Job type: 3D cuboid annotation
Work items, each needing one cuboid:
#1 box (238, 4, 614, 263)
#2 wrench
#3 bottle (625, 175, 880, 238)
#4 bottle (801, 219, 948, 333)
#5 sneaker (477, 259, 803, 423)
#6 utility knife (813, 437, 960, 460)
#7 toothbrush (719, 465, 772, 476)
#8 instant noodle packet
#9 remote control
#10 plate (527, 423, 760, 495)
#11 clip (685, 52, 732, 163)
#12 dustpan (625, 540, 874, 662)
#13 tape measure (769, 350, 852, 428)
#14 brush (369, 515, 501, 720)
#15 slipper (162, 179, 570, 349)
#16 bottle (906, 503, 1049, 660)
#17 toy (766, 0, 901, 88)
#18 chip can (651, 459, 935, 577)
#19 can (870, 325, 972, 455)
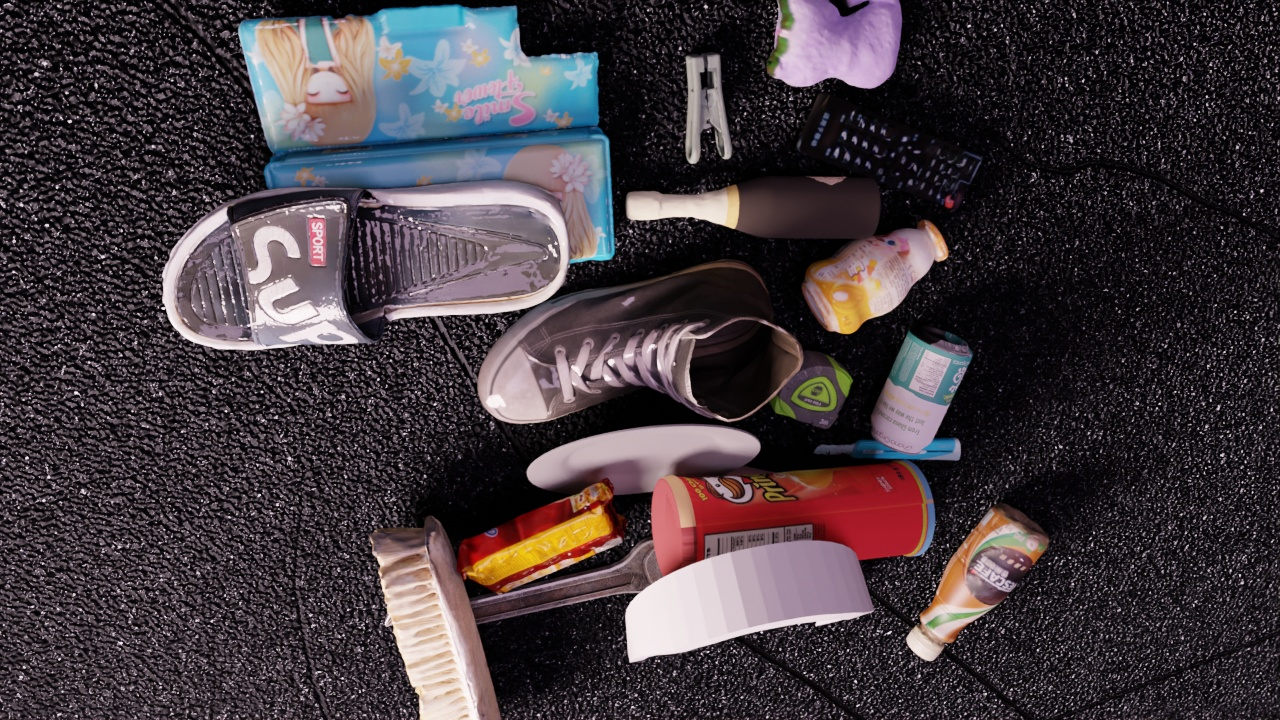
[{"bbox_3d":[-0.134,-0.144,0.617,0.226,0.039,0.182,-7,118,-9],"label":"box"},{"bbox_3d":[-0.083,0.205,0.804,0.273,0.010,0.070,-11,116,-8],"label":"wrench"},{"bbox_3d":[0.081,-0.113,0.677,0.184,0.045,0.045,0,114,-6],"label":"bottle"},{"bbox_3d":[0.182,-0.068,0.711,0.109,0.063,0.063,-30,118,3],"label":"bottle"},{"bbox_3d":[-0.004,0.004,0.669,0.234,0.119,0.095,-14,117,-4],"label":"sneaker"},{"bbox_3d":[0.220,0.080,0.818,0.141,0.015,0.022,-1,115,-11],"label":"utility knife"},{"bbox_3d":[0.162,0.122,0.816,0.222,0.026,0.027,14,145,-20],"label":"toothbrush"},{"bbox_3d":[-0.076,0.145,0.741,0.135,0.039,0.099,-24,158,-2],"label":"instant noodle packet"},{"bbox_3d":[0.188,-0.158,0.696,0.150,0.022,0.047,15,109,-22],"label":"remote control"},{"bbox_3d":[0.002,0.074,0.703,0.178,0.012,0.179,-6,158,-3],"label":"plate"},{"bbox_3d":[0.047,-0.179,0.651,0.037,0.023,0.075,-9,114,-8],"label":"clip"},{"bbox_3d":[0.087,0.217,0.741,0.191,0.053,0.258,-9,151,-5],"label":"dustpan"},{"bbox_3d":[0.139,0.020,0.759,0.065,0.035,0.059,19,118,-24],"label":"tape measure"},{"bbox_3d":[-0.158,0.247,0.752,0.056,0.083,0.271,-13,117,-8],"label":"brush"},{"bbox_3d":[-0.174,-0.059,0.593,0.263,0.063,0.111,-7,118,-12],"label":"slipper"},{"bbox_3d":[0.316,0.216,0.878,0.059,0.059,0.167,26,106,-23],"label":"bottle"},{"bbox_3d":[0.137,-0.230,0.641,0.099,0.036,0.080,1,104,-19],"label":"toy"},{"bbox_3d":[0.122,0.129,0.745,0.213,0.087,0.087,-3,115,-15],"label":"chip can"},{"bbox_3d":[0.234,0.025,0.771,0.055,0.055,0.102,12,111,-19],"label":"can"}]
